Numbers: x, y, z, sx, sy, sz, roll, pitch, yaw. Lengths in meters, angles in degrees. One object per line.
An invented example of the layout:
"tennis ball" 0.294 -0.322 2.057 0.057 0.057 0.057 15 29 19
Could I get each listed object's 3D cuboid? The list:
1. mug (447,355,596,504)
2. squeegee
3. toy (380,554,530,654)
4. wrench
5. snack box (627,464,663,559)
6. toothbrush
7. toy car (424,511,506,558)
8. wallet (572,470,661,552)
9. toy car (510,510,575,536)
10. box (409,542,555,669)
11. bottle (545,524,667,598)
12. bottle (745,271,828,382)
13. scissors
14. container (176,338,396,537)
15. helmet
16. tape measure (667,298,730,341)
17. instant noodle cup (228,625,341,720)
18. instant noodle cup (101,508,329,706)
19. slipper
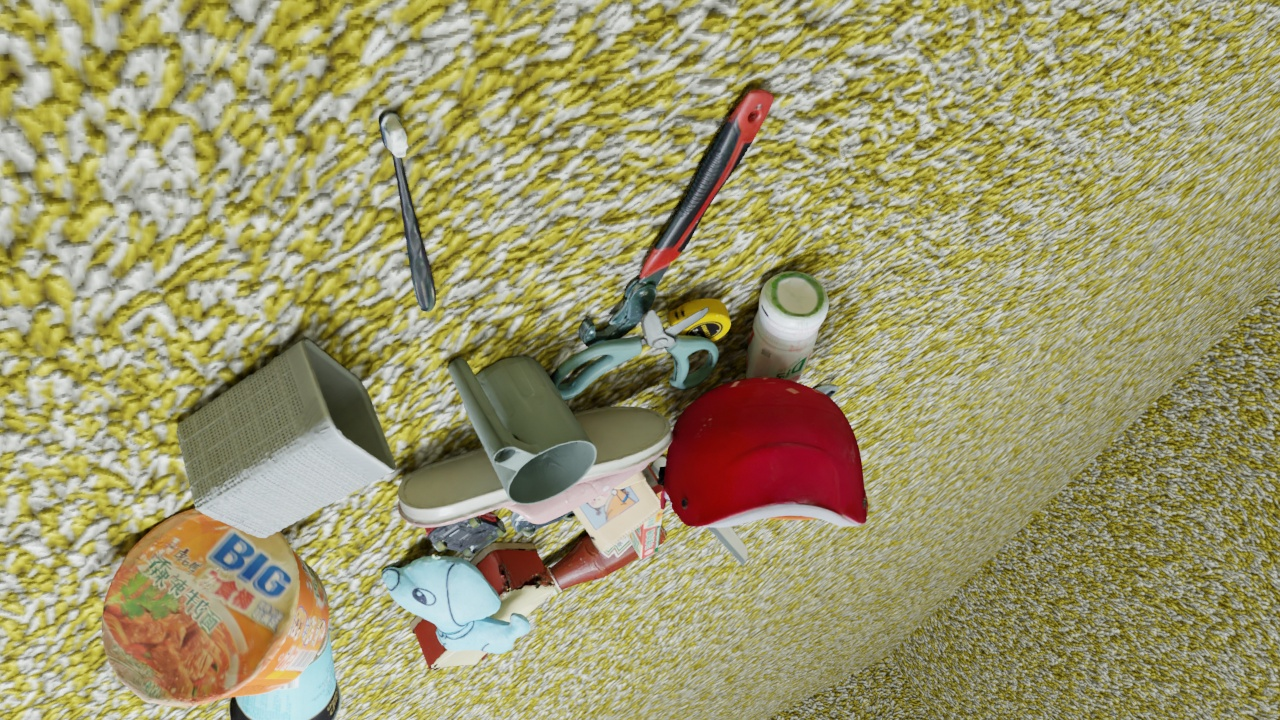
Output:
"mug" -0.106 0.053 0.776 0.084 0.103 0.124 -39 149 9
"squeegee" 0.154 0.110 1.173 0.246 0.039 0.246 -43 127 -3
"toy" -0.196 0.259 0.977 0.161 0.049 0.157 9 124 -3
"wrench" 0.029 -0.108 0.765 0.056 0.016 0.274 -1 137 -45
"snack box" -0.005 0.161 1.057 0.027 0.077 0.156 -23 148 -18
"toothbrush" -0.153 -0.090 0.615 0.015 0.018 0.181 -26 150 -21
"toy car" -0.178 0.165 0.926 0.053 0.045 0.120 -32 156 0
"wallet" -0.037 0.130 0.960 0.087 0.115 0.024 -34 -175 1
"toy car" -0.101 0.162 1.007 0.090 0.034 0.043 -13 141 -35
"box" -0.181 0.295 1.074 0.169 0.079 0.091 -46 147 20
"bottle" -0.067 0.249 1.144 0.206 0.059 0.060 -29 150 -8
"bottle" 0.145 -0.011 0.972 0.068 0.068 0.197 -24 152 -18
"scissors" -0.002 0.005 0.865 0.170 0.019 0.173 -24 153 8
"container" -0.256 0.061 0.659 0.114 0.090 0.090 -31 149 0
"helmet" 0.121 0.089 0.944 0.207 0.144 0.240 0 179 -7
"tape measure" 0.056 -0.038 0.872 0.057 0.028 0.060 -18 153 10
"instant noodle cup" -0.352 0.307 0.913 0.111 0.111 0.121 -12 134 -33
"instant noodle cup" -0.330 0.204 0.742 0.151 0.151 0.111 -29 158 -9
"slipper" -0.092 0.107 0.868 0.273 0.114 0.054 -16 119 -25
